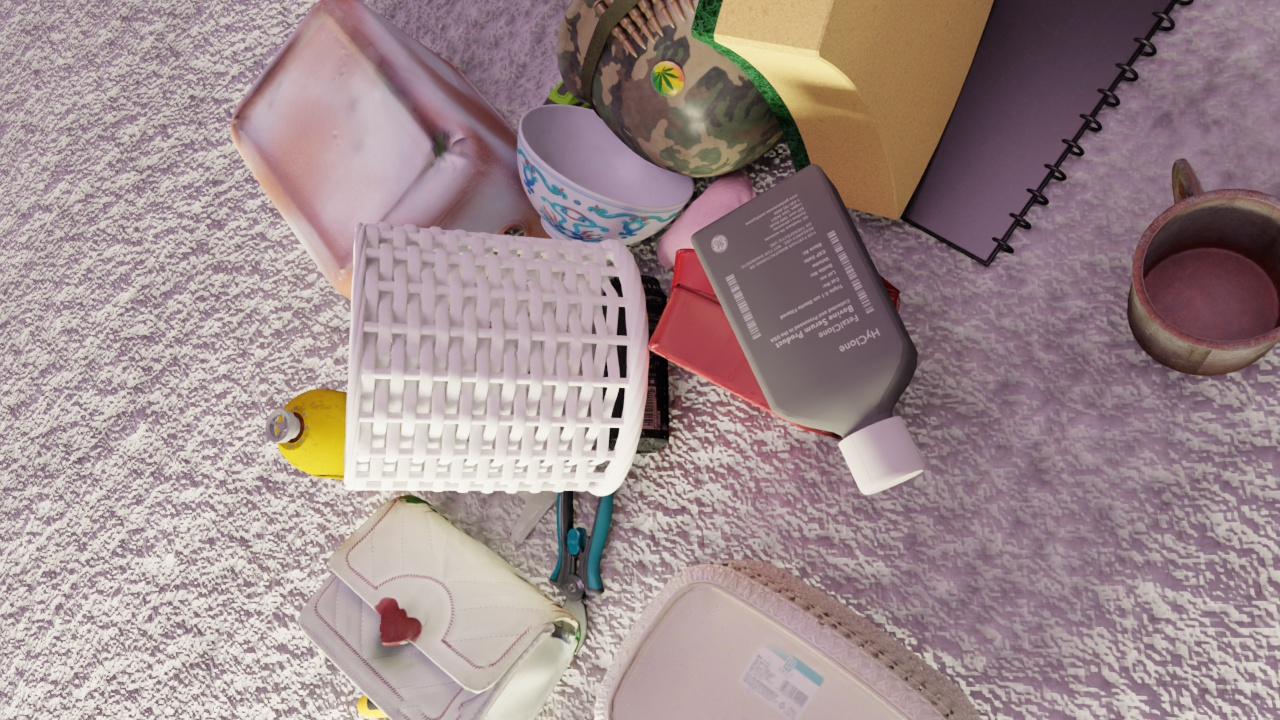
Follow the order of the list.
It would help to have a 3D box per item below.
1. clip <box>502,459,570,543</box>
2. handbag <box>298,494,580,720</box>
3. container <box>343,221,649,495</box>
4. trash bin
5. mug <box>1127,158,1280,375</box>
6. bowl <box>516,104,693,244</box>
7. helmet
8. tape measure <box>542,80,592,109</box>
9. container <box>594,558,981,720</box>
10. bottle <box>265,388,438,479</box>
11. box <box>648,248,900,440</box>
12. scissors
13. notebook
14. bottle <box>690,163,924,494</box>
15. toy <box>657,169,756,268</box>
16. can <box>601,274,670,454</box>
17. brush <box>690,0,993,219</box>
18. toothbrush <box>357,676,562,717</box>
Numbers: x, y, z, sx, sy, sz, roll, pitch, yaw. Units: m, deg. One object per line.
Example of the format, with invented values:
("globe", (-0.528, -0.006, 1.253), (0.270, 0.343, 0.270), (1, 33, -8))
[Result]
("clip", (-0.090, 0.099, 0.763), (0.054, 0.040, 0.102), (41, 98, 13))
("handbag", (-0.159, 0.209, 0.727), (0.199, 0.096, 0.141), (26, 75, 33))
("container", (-0.111, 0.001, 0.657), (0.186, 0.190, 0.189), (3, 78, -18))
("trash bin", (-0.213, -0.169, 0.800), (0.182, 0.157, 0.259), (-46, 66, 12))
("mug", (0.335, -0.056, 0.543), (0.096, 0.110, 0.123), (-11, 75, 18))
("bowl", (-0.038, -0.134, 0.732), (0.144, 0.143, 0.074), (46, 130, 25))
("helmet", (0.036, -0.263, 0.675), (0.236, 0.192, 0.225), (47, 130, 15))
("tape measure", (-0.060, -0.210, 0.787), (0.036, 0.058, 0.066), (36, 97, 31))
("container", (0.091, 0.237, 0.586), (0.252, 0.143, 0.184), (31, 80, 27))
("bottle", (-0.239, 0.064, 0.765), (0.071, 0.163, 0.071), (-5, 78, 25))
("box", (0.094, -0.009, 0.624), (0.136, 0.157, 0.117), (11, 90, 28))
("scissors", (-0.051, 0.153, 0.738), (0.130, 0.019, 0.150), (-42, 70, 19))
("notebook", (0.251, -0.202, 0.659), (0.169, 0.019, 0.231), (37, 98, 27))
("bottle", (0.102, -0.012, 0.507), (0.084, 0.046, 0.173), (-29, 71, 19))
("toy", (0.059, -0.097, 0.707), (0.099, 0.052, 0.095), (-45, 32, 10))
("can", (-0.004, 0.004, 0.724), (0.054, 0.054, 0.137), (-6, 78, 25))
("brush", (0.141, -0.224, 0.567), (0.075, 0.250, 0.195), (22, 86, 29))
("toothbrush", (-0.154, 0.273, 0.762), (0.197, 0.031, 0.031), (-17, 117, 19))
